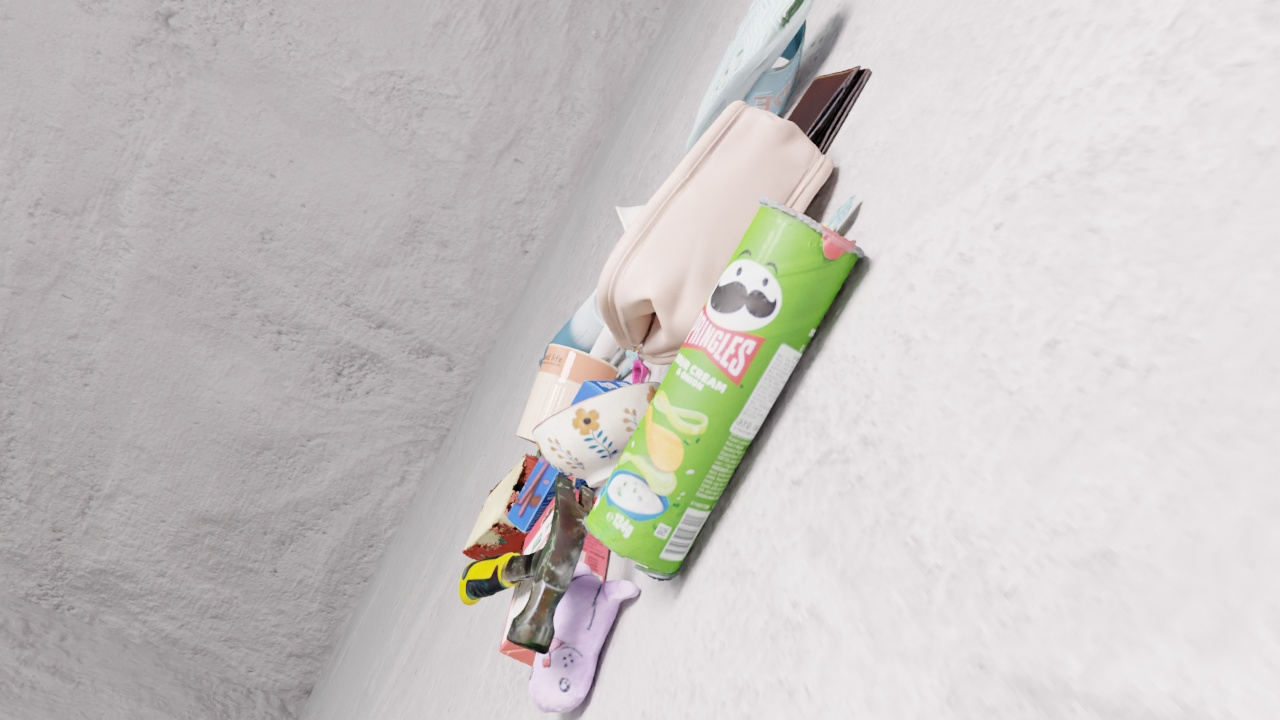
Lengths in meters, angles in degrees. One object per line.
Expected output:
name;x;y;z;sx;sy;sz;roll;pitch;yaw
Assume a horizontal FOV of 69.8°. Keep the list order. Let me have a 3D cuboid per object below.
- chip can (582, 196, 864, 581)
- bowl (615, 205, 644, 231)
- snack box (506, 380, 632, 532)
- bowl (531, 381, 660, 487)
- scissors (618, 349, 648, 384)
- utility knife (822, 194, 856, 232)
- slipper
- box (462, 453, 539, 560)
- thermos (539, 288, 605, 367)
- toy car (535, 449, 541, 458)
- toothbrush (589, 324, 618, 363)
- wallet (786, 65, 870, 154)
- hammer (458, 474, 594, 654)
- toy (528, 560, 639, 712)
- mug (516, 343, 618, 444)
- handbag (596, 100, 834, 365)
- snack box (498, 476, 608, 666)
chip can;0.049;0.019;0.570;0.236;0.072;0.072;-62;13;8
bowl;0.027;-0.107;0.894;0.065;0.118;0.118;-23;18;2
snack box;-0.061;0.089;0.873;0.157;0.026;0.084;-60;-23;12
bowl;-0.026;0.066;0.750;0.114;0.113;0.062;-42;66;58
scissors;-0.006;0.007;0.949;0.137;0.017;0.096;129;154;-62
utility knife;0.090;-0.048;0.636;0.173;0.019;0.030;-42;24;29
slipper;0.112;-0.273;0.906;0.246;0.074;0.103;129;162;-62
box;-0.143;0.171;1.009;0.169;0.079;0.091;-45;21;55
thermos;-0.067;-0.028;1.143;0.221;0.070;0.070;-40;26;60
toy car;-0.097;0.099;1.075;0.054;0.037;0.120;-48;10;52
toothbrush;-0.035;-0.020;1.030;0.026;0.026;0.222;61;146;23
wallet;0.141;-0.200;0.768;0.096;0.020;0.122;-56;12;8
hammer;-0.107;0.173;0.764;0.324;0.032;0.126;-36;31;65
toy;-0.045;0.200;0.655;0.084;0.039;0.107;1;61;53
mug;-0.082;0.047;1.010;0.115;0.081;0.105;146;145;-79
handbag;0.042;-0.076;0.732;0.193;0.093;0.234;-53;-1;-17
snack box;-0.068;0.176;0.781;0.113;0.044;0.126;-55;16;35
